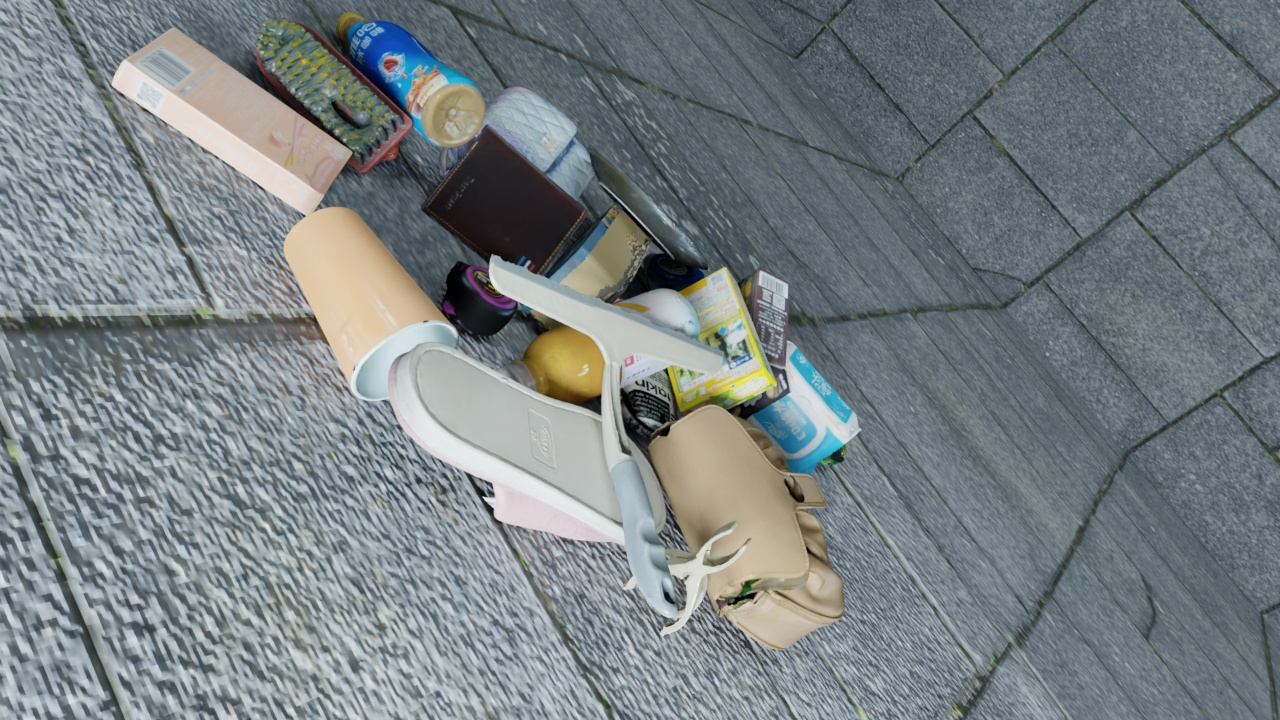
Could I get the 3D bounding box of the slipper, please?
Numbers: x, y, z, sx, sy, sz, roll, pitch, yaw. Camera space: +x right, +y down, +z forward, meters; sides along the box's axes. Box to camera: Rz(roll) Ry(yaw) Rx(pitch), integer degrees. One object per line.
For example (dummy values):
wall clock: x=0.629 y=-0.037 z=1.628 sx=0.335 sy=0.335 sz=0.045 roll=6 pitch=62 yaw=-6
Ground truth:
slipper: x=-0.075 y=0.070 z=0.652 sx=0.274 sy=0.055 sz=0.114 roll=32 pitch=33 yaw=-46

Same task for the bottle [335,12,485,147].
bottle: x=-0.223 y=-0.271 z=0.853 sx=0.065 sy=0.065 sz=0.218 roll=9 pitch=28 yaw=-50

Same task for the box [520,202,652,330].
box: x=-0.048 y=-0.082 z=0.859 sx=0.059 sy=0.090 sz=0.184 roll=45 pitch=23 yaw=-8

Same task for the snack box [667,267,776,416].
snack box: x=0.065 y=-0.015 z=0.857 sx=0.034 sy=0.087 sz=0.140 roll=48 pitch=20 yaw=-43

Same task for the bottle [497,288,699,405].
bottle: x=-0.033 y=-0.007 z=0.761 sx=0.189 sy=0.068 sz=0.068 roll=-23 pitch=71 yaw=-38

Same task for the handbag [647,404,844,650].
handbag: x=0.092 y=0.130 z=0.764 sx=0.147 sy=0.100 sz=0.204 roll=22 pitch=36 yaw=-50

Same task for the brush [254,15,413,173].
brush: x=-0.267 y=-0.230 z=0.783 sx=0.146 sy=0.063 sz=0.069 roll=44 pitch=-3 yaw=-3

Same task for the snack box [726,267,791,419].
snack box: x=0.100 y=-0.010 z=0.922 sx=0.053 sy=0.114 sz=0.125 roll=23 pitch=56 yaw=-22

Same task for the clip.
clip: x=0.026 y=0.147 z=0.666 sx=0.092 sy=0.103 sz=0.034 roll=29 pitch=25 yaw=16

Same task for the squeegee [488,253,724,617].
squeegee: x=-0.008 y=0.070 z=0.666 sx=0.246 sy=0.039 sz=0.246 roll=20 pitch=47 yaw=-40

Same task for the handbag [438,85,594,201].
handbag: x=-0.118 y=-0.206 z=0.938 sx=0.134 sy=0.076 sz=0.193 roll=40 pitch=27 yaw=-14

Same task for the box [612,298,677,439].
box: x=-0.002 y=0.002 z=0.853 sx=0.071 sy=0.058 sz=0.164 roll=10 pitch=44 yaw=-29

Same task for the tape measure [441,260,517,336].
tape measure: x=-0.132 y=-0.048 z=0.750 sx=0.057 sy=0.039 sz=0.057 roll=23 pitch=31 yaw=-38

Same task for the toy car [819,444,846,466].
toy car: x=0.201 y=0.082 z=1.053 sx=0.043 sy=0.036 sz=0.091 roll=10 pitch=44 yaw=-51

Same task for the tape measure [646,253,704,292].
tape measure: x=0.035 y=-0.095 z=1.008 sx=0.058 sy=0.025 sz=0.054 roll=-13 pitch=44 yaw=-41

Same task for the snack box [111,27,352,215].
snack box: x=-0.302 y=-0.181 z=0.695 sx=0.157 sy=0.026 sz=0.084 roll=36 pitch=29 yaw=-21

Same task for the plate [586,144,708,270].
plate: x=0.002 y=-0.153 z=0.961 sx=0.179 sy=0.024 sz=0.179 roll=45 pitch=1 yaw=-2

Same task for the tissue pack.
tissue pack: x=0.156 y=0.052 z=0.973 sx=0.140 sy=0.090 sz=0.063 roll=49 pitch=27 yaw=3

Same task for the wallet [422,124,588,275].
wallet: x=-0.122 y=-0.138 z=0.836 sx=0.122 sy=0.096 sz=0.020 roll=39 pitch=-6 yaw=-15

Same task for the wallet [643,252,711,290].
wallet: x=0.059 y=-0.059 z=1.041 sx=0.106 sy=0.037 sz=0.129 roll=15 pitch=39 yaw=-29

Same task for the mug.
mug: x=-0.189 y=-0.043 z=0.627 sx=0.122 sy=0.078 sz=0.078 roll=53 pitch=27 yaw=20
